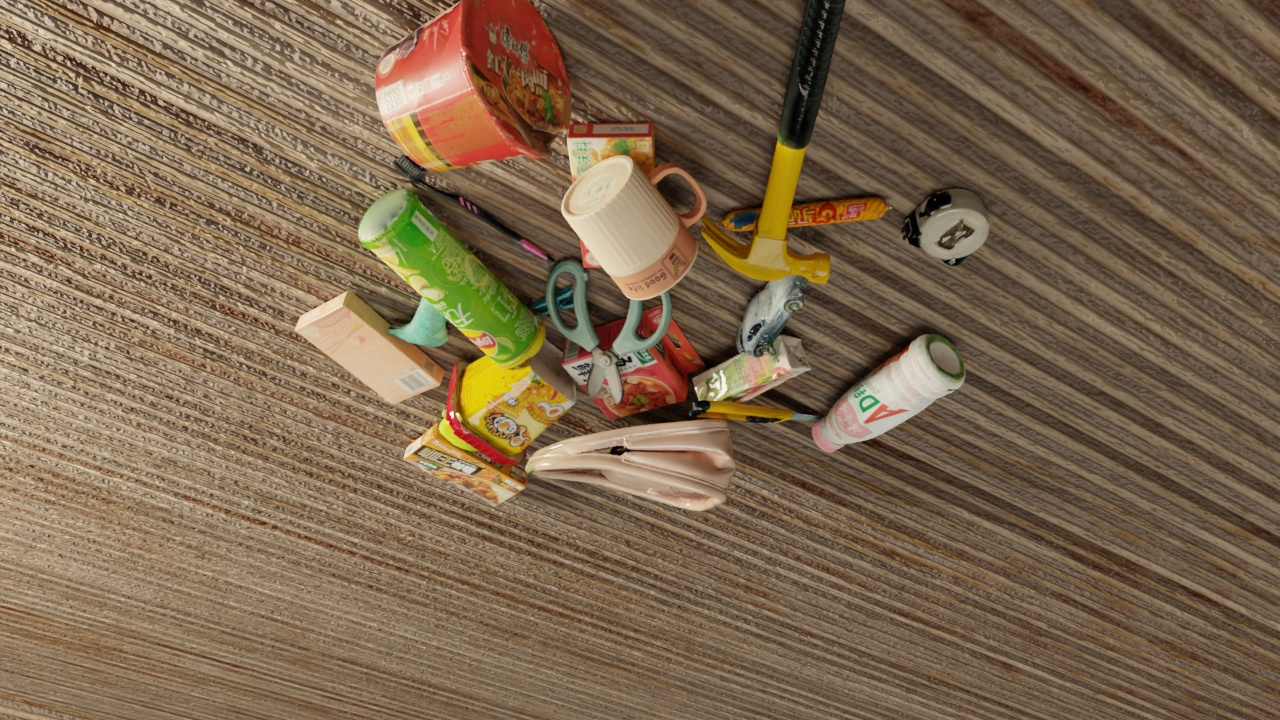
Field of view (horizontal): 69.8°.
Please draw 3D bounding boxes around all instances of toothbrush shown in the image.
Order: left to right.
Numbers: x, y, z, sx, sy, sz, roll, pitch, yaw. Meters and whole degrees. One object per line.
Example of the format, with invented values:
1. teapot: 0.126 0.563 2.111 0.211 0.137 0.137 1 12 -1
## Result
1. toothbrush: -0.159 -0.147 0.908 0.189 0.014 0.018 31 122 -26

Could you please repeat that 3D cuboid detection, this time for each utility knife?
1. utility knife: 0.139 0.062 1.052 0.215 0.015 0.033 7 154 -37

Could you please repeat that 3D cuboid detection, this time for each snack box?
1. snack box: -0.313 -0.011 1.070 0.085 0.026 0.157 -21 132 28
2. snack box: -0.233 0.143 1.236 0.153 0.026 0.075 34 131 -28
3. snack box: -0.023 -0.153 0.873 0.077 0.027 0.156 1 138 5
4. snack box: -0.006 0.006 1.039 0.127 0.044 0.113 -17 134 24

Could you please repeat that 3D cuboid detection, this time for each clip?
1. clip: -0.091 -0.063 0.995 0.057 0.014 0.047 -15 135 25

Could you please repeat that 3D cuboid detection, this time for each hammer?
1. hammer: 0.130 -0.191 0.788 0.129 0.032 0.301 8 134 0

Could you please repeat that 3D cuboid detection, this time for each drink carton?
1. drink carton: 0.124 0.017 1.023 0.123 0.045 0.053 -29 161 32

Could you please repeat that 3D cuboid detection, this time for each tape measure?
1. tape measure: 0.291 -0.127 0.860 0.065 0.033 0.066 21 137 -18

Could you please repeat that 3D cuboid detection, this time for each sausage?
1. sausage: 0.154 -0.138 0.872 0.165 0.021 0.021 -4 138 12

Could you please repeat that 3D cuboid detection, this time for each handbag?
1. handbag: -0.016 0.121 1.069 0.234 0.093 0.193 3 166 -7

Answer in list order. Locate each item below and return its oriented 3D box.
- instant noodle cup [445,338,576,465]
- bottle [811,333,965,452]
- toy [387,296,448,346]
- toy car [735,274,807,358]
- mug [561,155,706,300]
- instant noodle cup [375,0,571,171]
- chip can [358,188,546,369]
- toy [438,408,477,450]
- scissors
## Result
1. instant noodle cup: -0.143 0.037 1.051 0.124 0.115 0.116 -35 125 22
2. bottle: 0.271 0.046 1.035 0.068 0.068 0.198 25 138 -20
3. toy: -0.226 -0.043 1.023 0.096 0.030 0.092 16 140 -19
4. toy car: 0.134 -0.053 0.947 0.036 0.054 0.121 17 137 -14
5. mug: 0.002 -0.129 0.825 0.114 0.081 0.106 -38 126 5
6. instant noodle cup: -0.138 -0.221 0.740 0.109 0.137 0.138 -10 137 30
7. chip can: -0.191 -0.081 0.942 0.073 0.072 0.221 -20 132 27
8. toy: -0.207 0.091 1.171 0.100 0.031 0.097 -7 135 9
9. scissors: -0.050 -0.036 0.974 0.171 0.019 0.177 27 121 3
